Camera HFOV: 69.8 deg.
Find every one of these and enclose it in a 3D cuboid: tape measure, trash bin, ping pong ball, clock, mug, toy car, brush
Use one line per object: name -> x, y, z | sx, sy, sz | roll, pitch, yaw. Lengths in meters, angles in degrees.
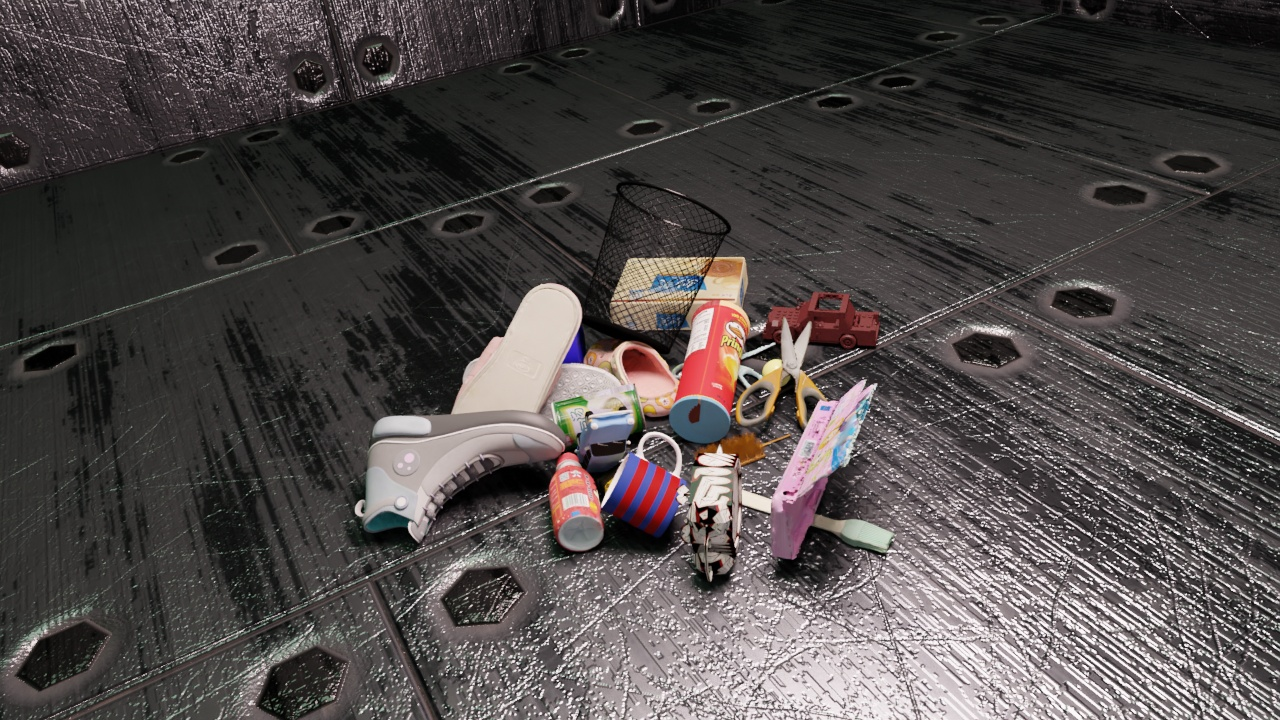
tape measure -> -0.014, 0.154, 1.147 | 0.065, 0.037, 0.064 | -26, 37, -26
trash bin -> 0.012, -0.132, 1.375 | 0.184, 0.184, 0.210 | 18, 85, 33
ping pong ball -> 0.194, 0.018, 1.307 | 0.040, 0.040, 0.040 | -5, 33, 3
clock -> 0.075, 0.175, 1.027 | 0.065, 0.115, 0.154 | 1, 37, 12
mug -> -0.131, -0.034, 1.396 | 0.083, 0.111, 0.079 | -4, -9, 6
toy car -> 0.274, -0.062, 1.392 | 0.170, 0.062, 0.070 | 4, 35, 18
brush -> 0.190, 0.184, 1.085 | 0.218, 0.012, 0.033 | 13, 39, 31
toy car -> -0.046, 0.101, 1.154 | 0.056, 0.154, 0.054 | -7, 69, -14
mug -> 0.012, 0.142, 1.080 | 0.076, 0.075, 0.112 | 28, 82, -3
brush -> 0.135, 0.114, 1.194 | 0.126, 0.017, 0.048 | -18, 35, -16

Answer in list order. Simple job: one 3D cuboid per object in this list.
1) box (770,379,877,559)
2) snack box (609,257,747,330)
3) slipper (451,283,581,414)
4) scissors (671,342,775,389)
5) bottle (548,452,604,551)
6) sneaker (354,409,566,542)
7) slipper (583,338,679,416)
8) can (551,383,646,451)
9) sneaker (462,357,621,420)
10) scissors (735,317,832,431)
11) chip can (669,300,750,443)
box -> 0.206, 0.105, 1.055 | 0.062, 0.161, 0.229 | 26, 35, 11
snack box -> 0.067, -0.112, 1.518 | 0.207, 0.055, 0.153 | 0, 34, 13
slipper -> -0.168, 0.021, 1.241 | 0.114, 0.274, 0.054 | 32, 3, 2
scissors -> 0.128, 0.004, 1.372 | 0.171, 0.021, 0.173 | -20, 31, -13
bottle -> -0.082, 0.166, 1.120 | 0.062, 0.062, 0.137 | -10, 34, -4
sneaker -> -0.223, 0.148, 1.147 | 0.257, 0.093, 0.160 | -1, 59, 7
slipper -> -0.008, 0.008, 1.330 | 0.093, 0.082, 0.197 | -26, 40, -28
can -> -0.058, 0.077, 1.239 | 0.121, 0.067, 0.067 | -14, 34, -3
sneaker -> -0.139, 0.037, 1.314 | 0.235, 0.089, 0.087 | 10, 7, 3
scissors -> 0.218, 0.026, 1.264 | 0.175, 0.016, 0.224 | 22, 52, 17
chip can -> 0.098, 0.012, 1.280 | 0.087, 0.087, 0.212 | 2, 40, 14
